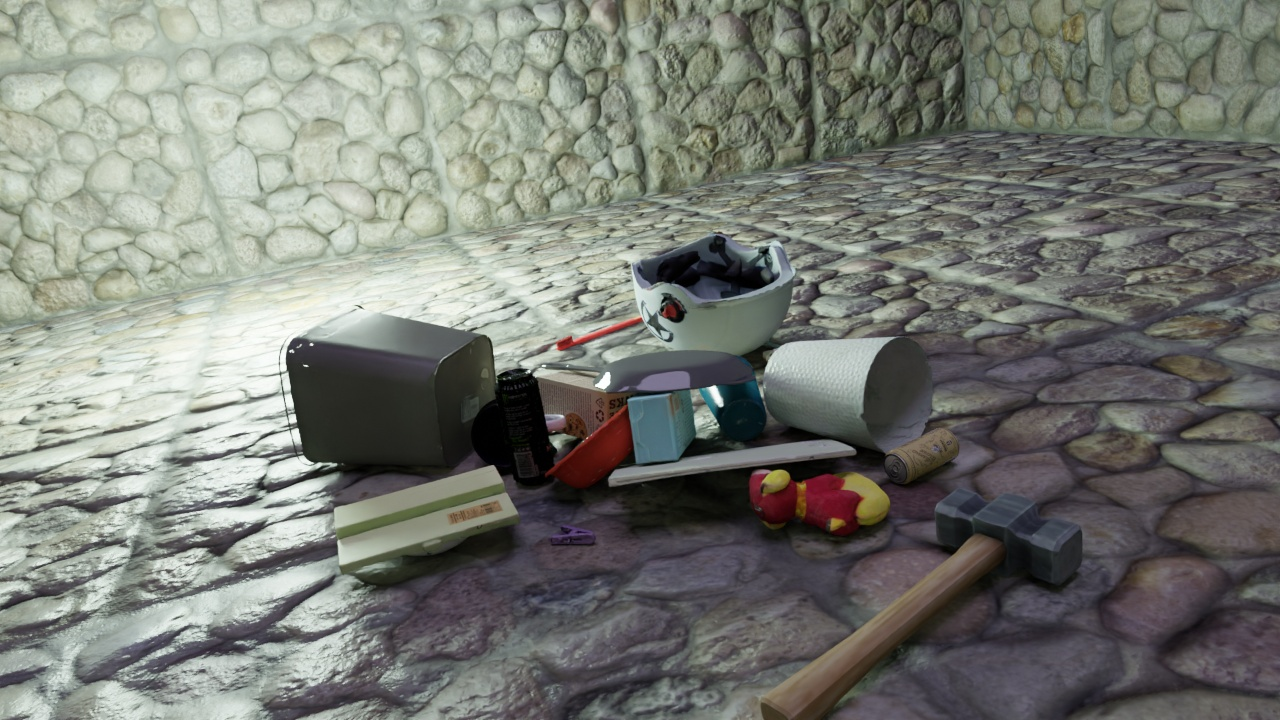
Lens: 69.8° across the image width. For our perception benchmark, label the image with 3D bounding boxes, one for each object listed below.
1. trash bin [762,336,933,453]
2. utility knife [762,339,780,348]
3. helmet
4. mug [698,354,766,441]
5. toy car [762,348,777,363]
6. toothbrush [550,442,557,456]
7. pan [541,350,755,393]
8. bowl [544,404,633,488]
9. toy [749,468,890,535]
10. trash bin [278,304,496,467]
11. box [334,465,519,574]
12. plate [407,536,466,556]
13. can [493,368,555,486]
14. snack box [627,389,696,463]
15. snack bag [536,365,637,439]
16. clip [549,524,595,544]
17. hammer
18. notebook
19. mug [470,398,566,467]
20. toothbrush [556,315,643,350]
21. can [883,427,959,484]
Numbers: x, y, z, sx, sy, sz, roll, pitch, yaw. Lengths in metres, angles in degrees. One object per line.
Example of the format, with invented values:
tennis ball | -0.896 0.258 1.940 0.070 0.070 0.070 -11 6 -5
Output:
trash bin | 0.239 0.034 1.088 0.133 0.133 0.162 -23 18 -36
utility knife | 0.194 -0.031 1.474 0.022 0.016 0.177 -17 23 -25
helmet | 0.119 -0.085 1.430 0.235 0.164 0.264 -27 32 -34
mug | 0.121 0.051 1.175 0.078 0.078 0.121 -9 24 -2
toy car | 0.207 -0.003 1.336 0.039 0.039 0.113 -10 19 -2
toothbrush | -0.143 0.092 1.258 0.017 0.016 0.190 -11 19 -18
pan | -0.007 0.007 1.154 0.355 0.024 0.216 3 11 44
bowl | -0.048 0.108 1.066 0.130 0.045 0.130 -40 -1 -1
toy | 0.177 0.141 0.907 0.137 0.067 0.105 3 16 -3
trash bin | -0.328 0.041 1.245 0.220 0.198 0.196 5 23 20
box | -0.232 0.167 0.986 0.187 0.024 0.137 -14 22 -14
plate | -0.225 0.188 0.999 0.104 0.026 0.104 -8 18 2
can | -0.138 0.081 1.096 0.054 0.138 0.054 -9 17 3
snack box | 0.028 0.069 1.092 0.053 0.075 0.174 -8 4 12
snack bag | -0.080 0.052 1.234 0.094 0.070 0.207 -12 16 -43
clip | -0.071 0.182 0.965 0.050 0.014 0.046 -11 16 4
hammer | 0.220 0.199 0.735 0.321 0.051 0.117 -25 24 -32
notebook | 0.095 0.109 1.015 0.252 0.010 0.182 -8 -1 2
mug | -0.155 0.085 1.183 0.119 0.085 0.100 -8 7 -3
toothbrush | -0.063 -0.058 1.657 0.212 0.018 0.012 -21 22 -33
can | 0.301 0.102 0.985 0.079 0.038 0.038 -19 21 -28
